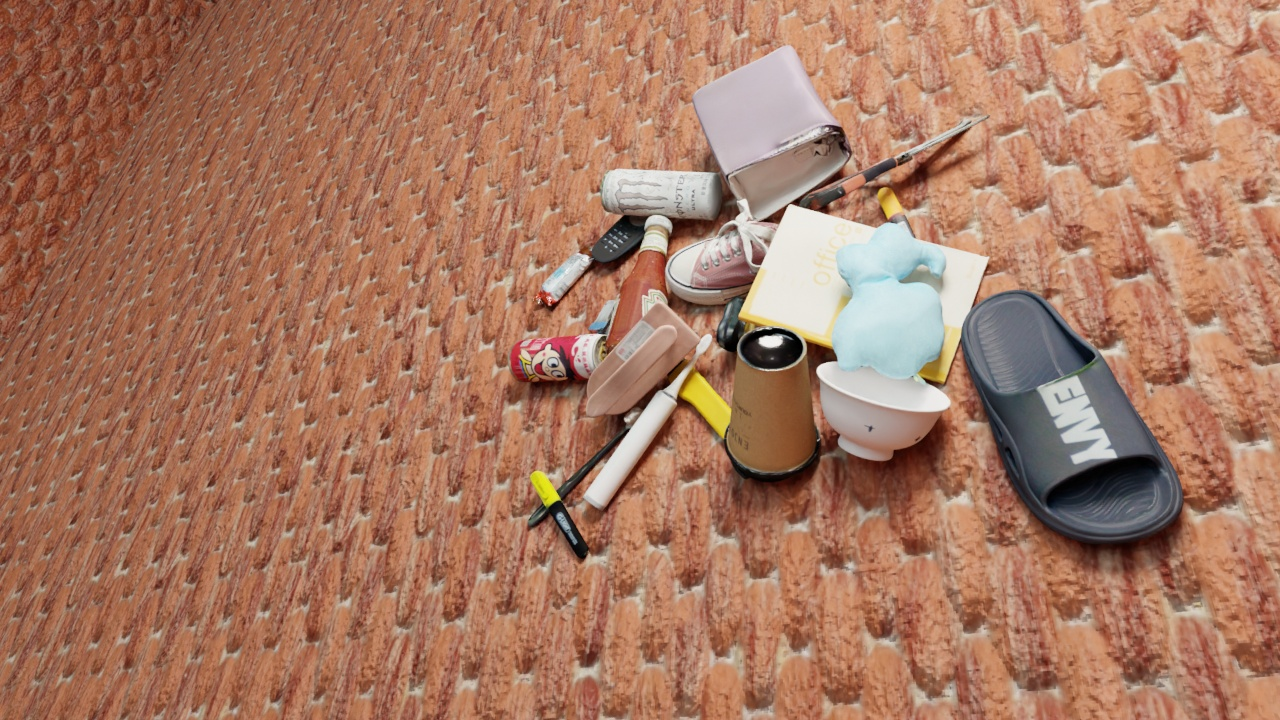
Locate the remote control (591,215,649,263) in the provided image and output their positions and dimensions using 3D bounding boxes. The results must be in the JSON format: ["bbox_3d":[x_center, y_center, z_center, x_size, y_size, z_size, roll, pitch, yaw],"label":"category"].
[{"bbox_3d":[-0.006,-0.174,1.197,0.136,0.024,0.053,-43,47,-5],"label":"remote control"}]

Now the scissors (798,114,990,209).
[{"bbox_3d":[0.262,-0.210,0.993,0.225,0.015,0.188,-20,9,45],"label":"scissors"}]

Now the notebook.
[{"bbox_3d":[0.218,-0.070,0.903,0.206,0.010,0.145,19,69,19],"label":"notebook"}]

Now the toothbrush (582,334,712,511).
[{"bbox_3d":[0.012,0.063,0.981,0.221,0.027,0.026,-55,0,-4],"label":"toothbrush"}]

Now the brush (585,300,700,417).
[{"bbox_3d":[-0.006,0.006,0.990,0.146,0.063,0.073,-45,2,22],"label":"brush"}]

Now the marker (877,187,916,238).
[{"bbox_3d":[0.277,-0.139,0.970,0.018,0.015,0.123,-27,48,18],"label":"marker"}]

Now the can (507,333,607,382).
[{"bbox_3d":[-0.094,-0.002,1.106,0.133,0.053,0.053,-3,56,35],"label":"can"}]

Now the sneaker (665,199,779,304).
[{"bbox_3d":[0.125,-0.123,1.015,0.242,0.088,0.118,-3,56,34],"label":"sneaker"}]

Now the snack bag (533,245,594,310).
[{"bbox_3d":[-0.099,-0.111,1.216,0.105,0.026,0.045,-48,34,-6],"label":"snack bag"}]

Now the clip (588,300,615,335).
[{"bbox_3d":[-0.042,-0.052,1.134,0.027,0.044,0.058,-6,49,35],"label":"clip"}]

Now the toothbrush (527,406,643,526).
[{"bbox_3d":[-0.061,0.118,1.017,0.181,0.018,0.015,-46,50,0],"label":"toothbrush"}]

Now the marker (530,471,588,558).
[{"bbox_3d":[-0.088,0.165,0.989,0.018,0.015,0.124,-45,51,8],"label":"marker"}]

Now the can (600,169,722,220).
[{"bbox_3d":[0.027,-0.209,1.151,0.147,0.058,0.058,7,61,22],"label":"can"}]

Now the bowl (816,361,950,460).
[{"bbox_3d":[0.209,0.051,0.822,0.118,0.118,0.065,30,115,46],"label":"bowl"}]

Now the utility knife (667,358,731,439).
[{"bbox_3d":[0.074,0.051,0.969,0.033,0.015,0.177,-47,43,8],"label":"utility knife"}]

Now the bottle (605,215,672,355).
[{"bbox_3d":[0.005,-0.088,1.098,0.060,0.060,0.205,-9,52,31],"label":"bottle"}]

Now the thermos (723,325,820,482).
[{"bbox_3d":[0.122,0.042,0.852,0.093,0.143,0.092,-5,43,4],"label":"thermos"}]

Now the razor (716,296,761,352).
[{"bbox_3d":[0.159,-0.052,0.961,0.168,0.062,0.067,-18,78,18],"label":"razor"}]

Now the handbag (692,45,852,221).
[{"bbox_3d":[0.157,-0.275,1.104,0.145,0.098,0.196,-30,43,16],"label":"handbag"}]

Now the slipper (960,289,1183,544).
[{"bbox_3d":[0.330,0.028,0.750,0.111,0.083,0.267,-29,43,18],"label":"slipper"}]

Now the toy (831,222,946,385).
[{"bbox_3d":[0.234,-0.050,0.855,0.161,0.050,0.156,-27,65,-15],"label":"toy"}]
